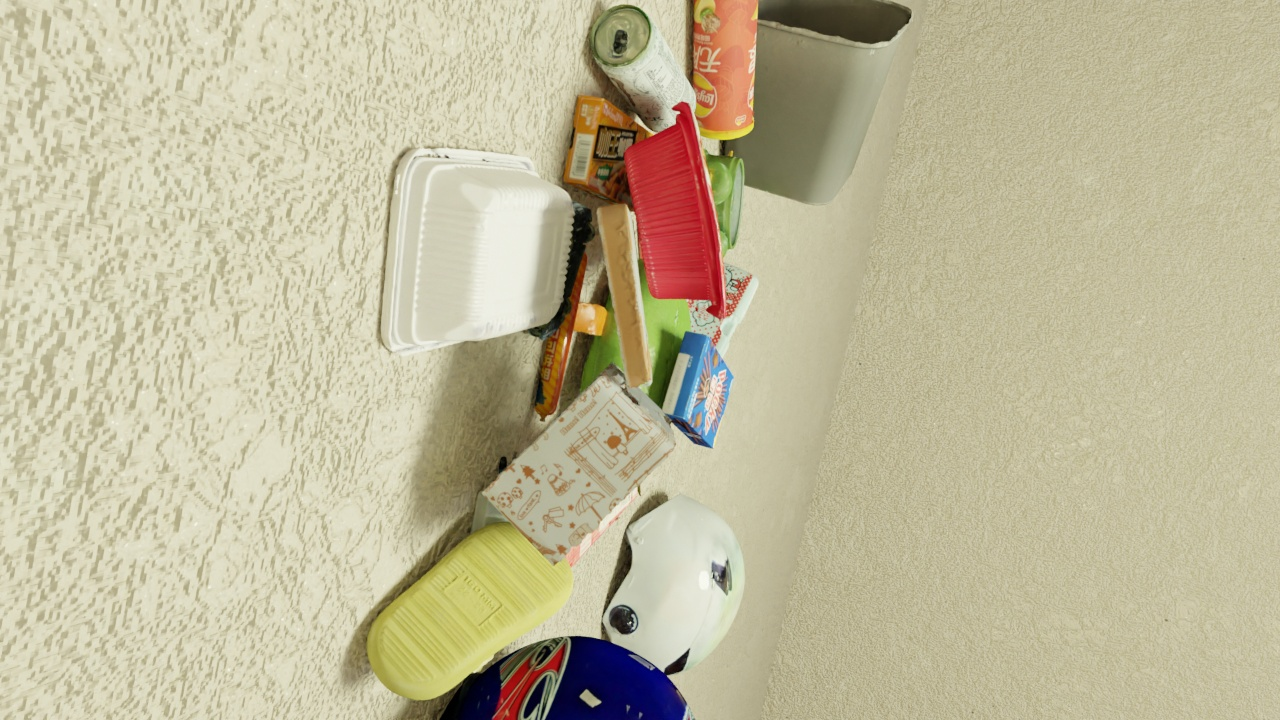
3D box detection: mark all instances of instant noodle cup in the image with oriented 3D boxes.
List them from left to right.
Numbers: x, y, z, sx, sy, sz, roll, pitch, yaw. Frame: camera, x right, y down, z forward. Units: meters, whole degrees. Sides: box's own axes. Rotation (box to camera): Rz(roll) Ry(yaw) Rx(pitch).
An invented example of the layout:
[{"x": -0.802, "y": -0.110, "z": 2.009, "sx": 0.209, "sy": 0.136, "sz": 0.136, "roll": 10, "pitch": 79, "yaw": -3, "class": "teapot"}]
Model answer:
[{"x": -0.103, "y": -0.075, "z": 0.646, "sx": 0.173, "sy": 0.060, "sz": 0.138, "roll": -25, "pitch": 126, "yaw": -68, "class": "instant noodle cup"}, {"x": 0.028, "y": -0.126, "z": 0.804, "sx": 0.194, "sy": 0.066, "sz": 0.194, "roll": -4, "pitch": 85, "yaw": -88, "class": "instant noodle cup"}]

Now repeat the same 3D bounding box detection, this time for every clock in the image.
[{"x": 0.077, "y": -0.170, "z": 1.008, "sx": 0.160, "sy": 0.056, "sz": 0.116, "roll": -58, "pitch": 152, "yaw": -62, "class": "clock"}]

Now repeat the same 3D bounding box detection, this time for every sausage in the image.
[{"x": -0.071, "y": -0.025, "z": 0.823, "sx": 0.021, "sy": 0.021, "sz": 0.165, "roll": -2, "pitch": 105, "yaw": -70, "class": "sausage"}]

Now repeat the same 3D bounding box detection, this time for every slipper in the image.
[{"x": -0.138, "y": 0.198, "z": 0.717, "sx": 0.190, "sy": 0.091, "sz": 0.082, "roll": -29, "pitch": 163, "yaw": -50, "class": "slipper"}]

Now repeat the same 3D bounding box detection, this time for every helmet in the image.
[{"x": -0.069, "y": 0.375, "z": 0.749, "sx": 0.314, "sy": 0.247, "sz": 0.241, "roll": -63, "pitch": 176, "yaw": -55, "class": "helmet"}, {"x": 0.060, "y": 0.316, "z": 1.236, "sx": 0.228, "sy": 0.146, "sz": 0.258, "roll": 4, "pitch": 99, "yaw": -70, "class": "helmet"}]

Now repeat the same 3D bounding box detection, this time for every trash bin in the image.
[{"x": 0.205, "y": -0.336, "z": 1.151, "sx": 0.198, "sy": 0.199, "sz": 0.220, "roll": -51, "pitch": 156, "yaw": -47, "class": "trash bin"}]

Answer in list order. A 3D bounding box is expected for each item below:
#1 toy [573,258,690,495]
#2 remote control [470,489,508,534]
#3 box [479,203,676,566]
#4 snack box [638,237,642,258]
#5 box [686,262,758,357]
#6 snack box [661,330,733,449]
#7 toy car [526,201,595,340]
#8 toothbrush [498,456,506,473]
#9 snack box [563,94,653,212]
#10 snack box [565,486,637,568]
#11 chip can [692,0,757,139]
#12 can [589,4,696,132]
[{"x": -0.005, "y": 0.005, "z": 0.918, "sx": 0.227, "sy": 0.090, "sz": 0.246, "roll": 37, "pitch": 61, "yaw": -52, "class": "toy"}, {"x": -0.126, "y": 0.174, "z": 0.790, "sx": 0.056, "sy": 0.019, "sz": 0.135, "roll": 4, "pitch": 100, "yaw": -51, "class": "remote control"}, {"x": -0.026, "y": 0.017, "z": 0.723, "sx": 0.179, "sy": 0.130, "sz": 0.272, "roll": -75, "pitch": -177, "yaw": -86, "class": "box"}, {"x": 0.023, "y": -0.160, "z": 0.986, "sx": 0.075, "sy": 0.025, "sz": 0.153, "roll": -59, "pitch": 155, "yaw": -43, "class": "snack box"}, {"x": 0.069, "y": -0.032, "z": 1.090, "sx": 0.095, "sy": 0.102, "sz": 0.200, "roll": 80, "pitch": 30, "yaw": -47, "class": "box"}, {"x": 0.061, "y": 0.034, "z": 0.936, "sx": 0.157, "sy": 0.026, "sz": 0.084, "roll": 46, "pitch": 59, "yaw": -68, "class": "snack box"}, {"x": -0.072, "y": -0.075, "z": 0.768, "sx": 0.054, "sy": 0.037, "sz": 0.121, "roll": -43, "pitch": 152, "yaw": -62, "class": "toy car"}, {"x": -0.127, "y": 0.174, "z": 0.816, "sx": 0.014, "sy": 0.016, "sz": 0.190, "roll": -41, "pitch": 140, "yaw": -71, "class": "toothbrush"}, {"x": -0.024, "y": -0.184, "z": 0.840, "sx": 0.153, "sy": 0.026, "sz": 0.075, "roll": 2, "pitch": 101, "yaw": -70, "class": "snack box"}, {"x": -0.063, "y": 0.148, "z": 0.912, "sx": 0.207, "sy": 0.057, "sz": 0.058, "roll": -36, "pitch": 134, "yaw": -61, "class": "snack box"}, {"x": 0.090, "y": -0.350, "z": 0.976, "sx": 0.073, "sy": 0.073, "sz": 0.217, "roll": -54, "pitch": 150, "yaw": -47, "class": "chip can"}, {"x": 0.005, "y": -0.257, "z": 0.821, "sx": 0.146, "sy": 0.058, "sz": 0.058, "roll": 25, "pitch": 79, "yaw": -70, "class": "can"}]
